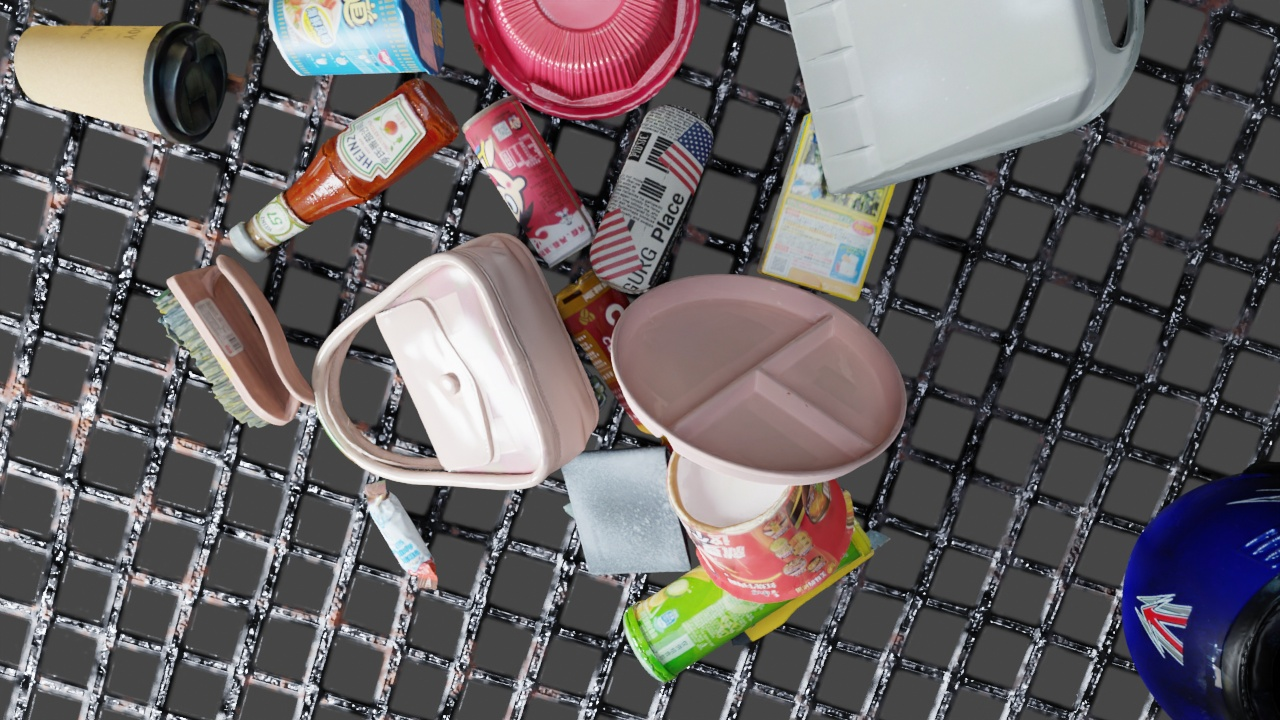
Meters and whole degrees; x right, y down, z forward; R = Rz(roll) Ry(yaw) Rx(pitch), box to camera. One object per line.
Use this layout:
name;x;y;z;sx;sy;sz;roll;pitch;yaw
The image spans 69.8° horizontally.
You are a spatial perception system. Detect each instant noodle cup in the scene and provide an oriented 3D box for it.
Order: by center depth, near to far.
instant noodle cup;-0.222;-0.266;0.715;0.110;0.099;0.099;-5;98;8
instant noodle cup;-0.047;-0.292;0.725;0.194;0.066;0.194;0;97;-2
instant noodle cup;0.088;0.111;0.731;0.138;0.138;0.108;-34;137;4

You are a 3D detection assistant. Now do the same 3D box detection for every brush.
brush;-0.330;-0.011;0.761;0.073;0.063;0.145;-28;99;13

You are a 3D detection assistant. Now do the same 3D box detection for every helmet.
helmet;0.548;0.207;0.715;0.316;0.240;0.247;6;97;9

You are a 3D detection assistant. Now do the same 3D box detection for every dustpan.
dustpan;0.270;-0.270;0.746;0.258;0.142;0.222;-12;92;25

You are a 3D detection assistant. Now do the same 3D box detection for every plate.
plate;0.089;0.010;0.709;0.229;0.229;0.028;9;131;-2

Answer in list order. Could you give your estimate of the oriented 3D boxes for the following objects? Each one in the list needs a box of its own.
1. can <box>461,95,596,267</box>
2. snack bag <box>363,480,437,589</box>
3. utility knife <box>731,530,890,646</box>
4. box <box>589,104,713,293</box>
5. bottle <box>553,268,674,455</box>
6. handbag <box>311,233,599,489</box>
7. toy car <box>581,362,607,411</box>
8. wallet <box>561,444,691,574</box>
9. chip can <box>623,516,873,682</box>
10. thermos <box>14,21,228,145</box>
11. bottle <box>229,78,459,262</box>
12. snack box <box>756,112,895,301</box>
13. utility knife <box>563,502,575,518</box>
can;-0.088;-0.145;0.751;0.053;0.053;0.133;-31;98;3
snack bag;-0.208;0.152;0.800;0.026;0.048;0.104;-36;102;-37
utility knife;0.150;0.202;0.825;0.171;0.015;0.033;-35;103;3
box;0.008;-0.131;0.750;0.068;0.051;0.164;28;79;-22
bottle;-0.005;0.005;0.772;0.057;0.057;0.175;-35;97;4
handbag;-0.168;0.017;0.751;0.235;0.093;0.193;-16;100;24
toy car;-0.066;0.010;0.784;0.043;0.034;0.090;-39;96;7
wallet;-0.012;0.130;0.788;0.097;0.019;0.121;-6;109;19
chip can;0.089;0.193;0.794;0.221;0.072;0.072;-34;97;3
thermos;-0.403;-0.224;0.720;0.143;0.093;0.093;10;98;5
bottle;-0.244;-0.149;0.745;0.206;0.059;0.060;-33;97;7
snack box;0.160;-0.128;0.769;0.087;0.033;0.140;16;99;-3
utility knife;0.035;0.095;0.808;0.218;0.013;0.029;-25;100;3
